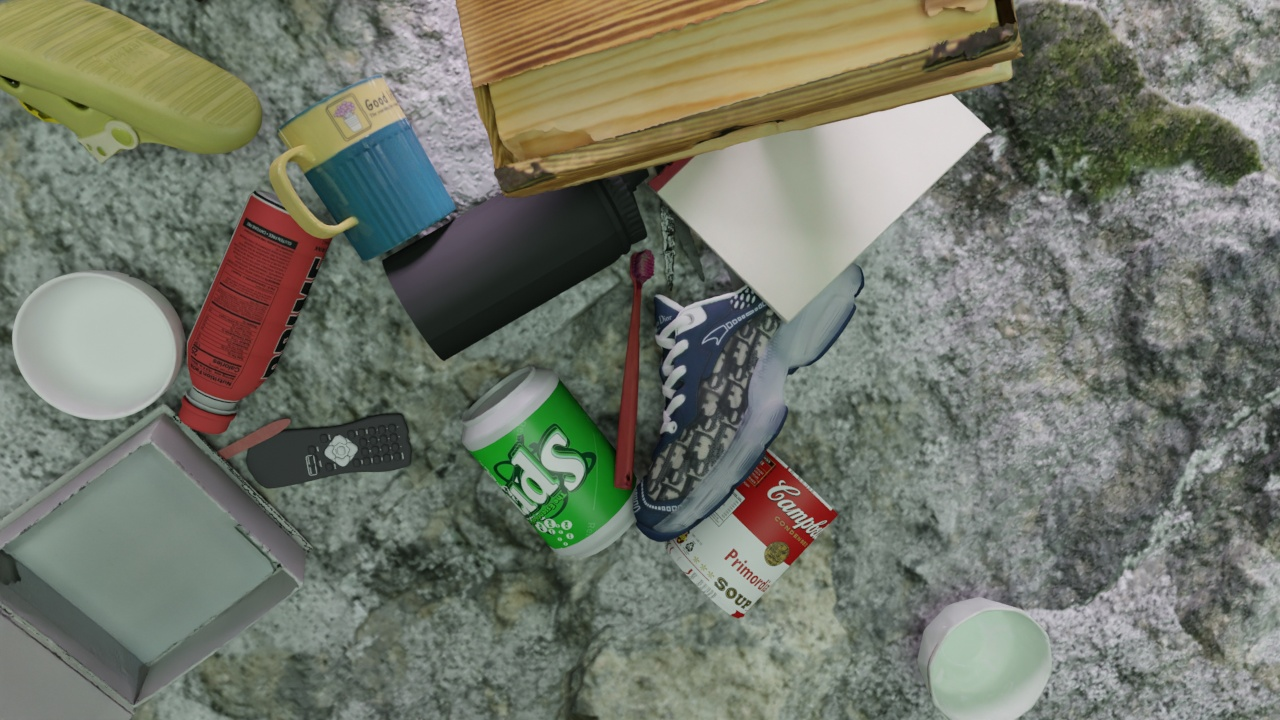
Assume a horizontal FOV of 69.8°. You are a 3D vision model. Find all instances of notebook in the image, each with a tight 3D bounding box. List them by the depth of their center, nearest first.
[{"bbox_3d":[0.131,-0.151,0.685,0.208,0.012,0.153,-44,83,-2],"label":"notebook"}]

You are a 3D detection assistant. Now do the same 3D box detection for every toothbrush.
[{"bbox_3d":[-0.349,0.088,0.697,0.184,0.015,0.015,-27,104,-2],"label":"toothbrush"},{"bbox_3d":[-0.004,0.004,0.707,0.016,0.017,0.189,14,73,-32],"label":"toothbrush"}]

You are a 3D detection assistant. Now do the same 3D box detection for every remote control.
[{"bbox_3d":[-0.244,0.072,0.719,0.124,0.009,0.046,-8,102,-8],"label":"remote control"}]

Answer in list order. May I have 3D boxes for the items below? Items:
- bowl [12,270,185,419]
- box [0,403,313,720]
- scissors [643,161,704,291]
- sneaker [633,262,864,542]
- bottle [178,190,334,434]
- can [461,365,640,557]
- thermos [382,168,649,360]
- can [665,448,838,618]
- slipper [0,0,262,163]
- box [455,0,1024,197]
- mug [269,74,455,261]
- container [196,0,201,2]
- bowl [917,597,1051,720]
[{"bbox_3d":[-0.380,-0.014,0.656,0.105,0.054,0.105,-2,103,-10],"label":"bowl"},{"bbox_3d":[-0.460,0.248,0.618,0.477,0.119,0.166,-46,116,-22],"label":"box"},{"bbox_3d":[0.025,-0.146,0.724,0.163,0.012,0.154,40,93,-13],"label":"scissors"},{"bbox_3d":[0.054,0.006,0.708,0.132,0.103,0.269,34,77,-2],"label":"sneaker"},{"bbox_3d":[-0.285,-0.031,0.666,0.062,0.062,0.176,24,96,-14],"label":"bottle"},{"bbox_3d":[-0.068,0.079,0.712,0.088,0.088,0.140,-38,105,-2],"label":"can"},{"bbox_3d":[-0.081,-0.087,0.679,0.198,0.086,0.086,-30,104,-3],"label":"thermos"},{"bbox_3d":[0.090,0.139,0.753,0.086,0.086,0.116,43,90,-15],"label":"can"},{"bbox_3d":[-0.352,-0.179,0.624,0.190,0.091,0.082,22,136,-4],"label":"slipper"},{"bbox_3d":[0.042,-0.241,0.497,0.280,0.167,0.245,-8,101,26],"label":"box"},{"bbox_3d":[-0.200,-0.127,0.642,0.113,0.083,0.107,-46,115,-44],"label":"mug"},{"bbox_3d":[-0.333,-0.383,0.511,0.251,0.214,0.219,30,94,-14],"label":"container"},{"bbox_3d":[0.301,0.265,0.827,0.117,0.061,0.117,-2,101,-10],"label":"bowl"}]
